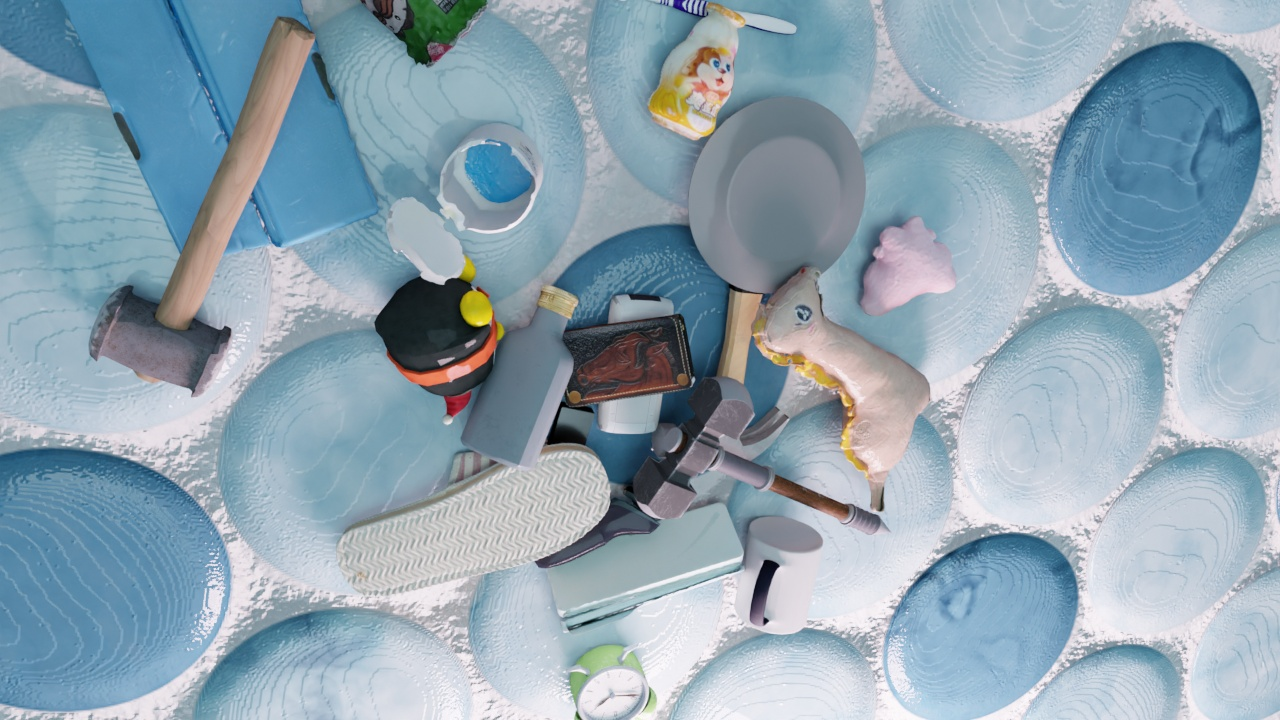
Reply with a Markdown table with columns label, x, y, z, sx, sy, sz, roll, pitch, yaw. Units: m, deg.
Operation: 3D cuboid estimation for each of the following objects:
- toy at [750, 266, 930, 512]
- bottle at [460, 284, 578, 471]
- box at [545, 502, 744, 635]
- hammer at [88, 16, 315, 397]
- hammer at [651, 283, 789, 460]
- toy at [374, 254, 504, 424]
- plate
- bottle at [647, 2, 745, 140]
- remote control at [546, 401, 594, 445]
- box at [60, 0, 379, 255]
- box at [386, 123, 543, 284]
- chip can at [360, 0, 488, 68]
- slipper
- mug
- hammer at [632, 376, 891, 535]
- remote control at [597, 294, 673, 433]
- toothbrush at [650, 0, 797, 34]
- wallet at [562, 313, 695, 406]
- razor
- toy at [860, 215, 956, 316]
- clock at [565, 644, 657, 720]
| label | x | y | z | sx | sy | sz | roll | pitch | yaw |
| --- | --- | --- | --- | --- | --- | --- | --- | --- | --- |
| toy | 0.196 | 0.033 | 0.904 | 0.264 | 0.065 | 0.196 | 23 | 84 | -38 |
| bottle | -0.100 | 0.012 | 0.824 | 0.046 | 0.072 | 0.161 | 25 | 86 | -65 |
| box | 0.007 | 0.228 | 0.953 | 0.198 | 0.085 | 0.096 | -15 | 145 | -7 |
| hammer | -0.318 | -0.106 | 0.689 | 0.098 | 0.052 | 0.329 | 26 | 118 | -23 |
| hammer | 0.099 | -0.052 | 0.885 | 0.131 | 0.039 | 0.328 | 3 | 108 | -18 |
| toy | -0.168 | -0.016 | 0.793 | 0.099 | 0.097 | 0.119 | -23 | 136 | -7 |
| plate | 0.128 | -0.147 | 0.834 | 0.178 | 0.012 | 0.178 | -6 | 110 | -17 |
| bottle | 0.051 | -0.247 | 0.784 | 0.063 | 0.063 | 0.109 | 19 | 105 | -22 |
| remote control | -0.083 | 0.114 | 0.903 | 0.034 | 0.013 | 0.150 | 13 | 105 | -20 |
| box | -0.318 | -0.196 | 0.699 | 0.173 | 0.066 | 0.232 | -20 | 114 | -8 |
| box | -0.133 | -0.127 | 0.727 | 0.119 | 0.159 | 0.084 | -30 | 109 | 7 |
| chip can | -0.217 | -0.322 | 0.675 | 0.075 | 0.075 | 0.223 | -46 | 114 | 3 |
| slipper | -0.158 | 0.146 | 0.873 | 0.263 | 0.052 | 0.115 | -20 | 110 | -2 |
| mug | 0.139 | 0.230 | 0.959 | 0.079 | 0.111 | 0.097 | 15 | 109 | 21 |
| hammer | 0.152 | 0.132 | 0.933 | 0.322 | 0.043 | 0.156 | 25 | 106 | -31 |
| remote control | -0.005 | 0.005 | 0.880 | 0.060 | 0.025 | 0.138 | 3 | 106 | -17 |
| toothbrush | 0.052 | -0.304 | 0.792 | 0.186 | 0.016 | 0.015 | 6 | 107 | -18 |
| wallet | -0.016 | -0.001 | 0.845 | 0.123 | 0.019 | 0.072 | -9 | 101 | 15 |
| razor | -0.039 | 0.169 | 0.913 | 0.142 | 0.047 | 0.052 | -27 | 88 | -11 |
| toy | 0.262 | -0.094 | 0.908 | 0.102 | 0.050 | 0.093 | -23 | 117 | -4 |
| clock | -0.032 | 0.357 | 0.989 | 0.094 | 0.042 | 0.119 | -15 | 112 | -10 |
